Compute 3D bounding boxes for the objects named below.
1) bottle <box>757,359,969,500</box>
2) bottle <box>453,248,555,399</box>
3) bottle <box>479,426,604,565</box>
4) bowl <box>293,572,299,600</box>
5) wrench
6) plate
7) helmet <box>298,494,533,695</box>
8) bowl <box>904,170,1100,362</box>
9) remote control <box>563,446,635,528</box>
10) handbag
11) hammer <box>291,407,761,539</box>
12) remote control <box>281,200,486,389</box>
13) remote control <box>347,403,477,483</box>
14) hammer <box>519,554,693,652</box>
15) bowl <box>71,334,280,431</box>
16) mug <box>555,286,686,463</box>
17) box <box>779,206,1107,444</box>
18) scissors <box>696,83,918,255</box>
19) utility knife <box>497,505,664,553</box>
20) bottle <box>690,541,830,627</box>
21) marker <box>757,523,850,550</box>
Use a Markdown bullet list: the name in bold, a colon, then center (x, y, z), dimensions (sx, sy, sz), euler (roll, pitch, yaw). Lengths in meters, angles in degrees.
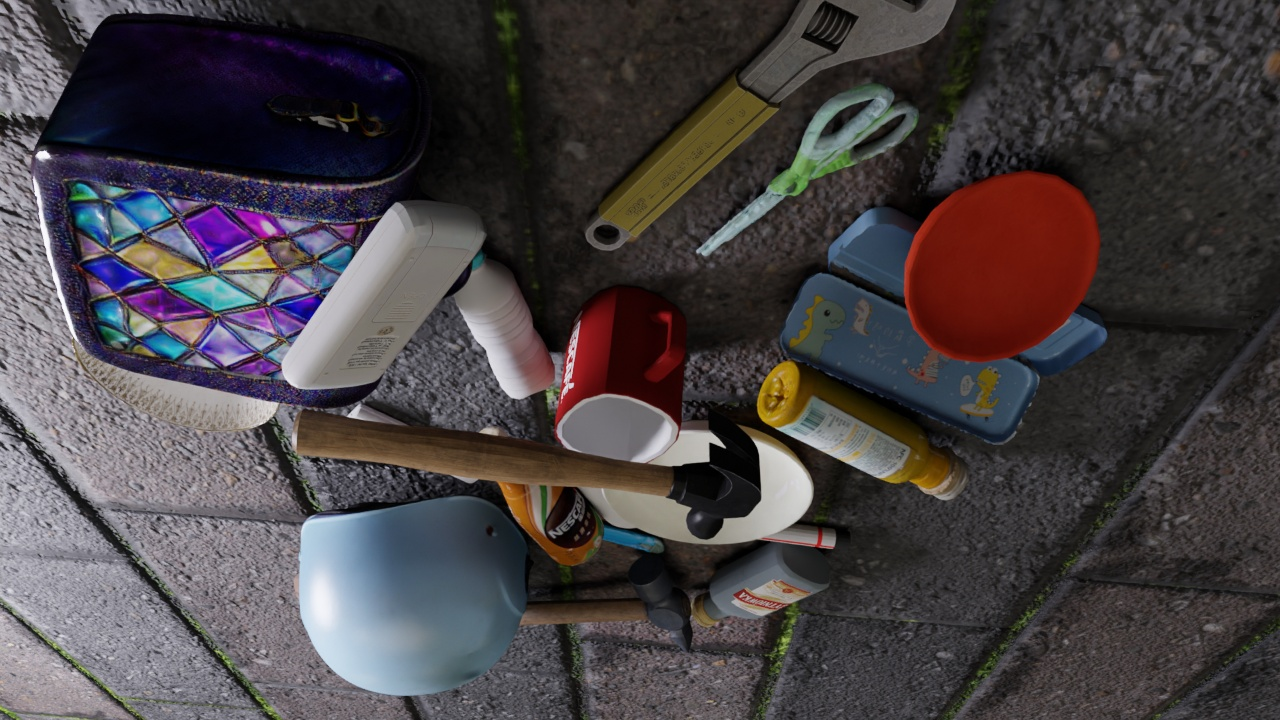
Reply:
- **bottle**: center (0.179, 0.059, 0.719), dimensions (0.186, 0.053, 0.053), euler (26, 136, -22)
- **bottle**: center (-0.100, -0.028, 0.656), dimensions (0.044, 0.044, 0.136), euler (-5, 139, 13)
- **bottle**: center (-0.093, 0.120, 0.822), dimensions (0.059, 0.059, 0.167), euler (-15, 133, 23)
- **bowl**: center (-0.349, 0.284, 1.070), dimensions (0.119, 0.032, 0.119), euler (4, 140, 3)
- **wrench**: center (0.057, -0.140, 0.522), dimensions (0.083, 0.018, 0.274), euler (28, 135, -26)
- **plate**: center (0.058, 0.102, 0.800), dimensions (0.182, 0.034, 0.183), euler (4, 140, 3)
- **helmet**: center (-0.221, 0.241, 0.904), dimensions (0.225, 0.166, 0.266), euler (-7, 153, 6)
- **bowl**: center (0.214, -0.061, 0.562), dimensions (0.122, 0.035, 0.122), euler (-4, 118, -8)
- **remote control**: center (-0.032, 0.117, 0.846), dimensions (0.043, 0.013, 0.136), euler (-12, 137, 21)
- **handbag**: center (-0.211, -0.078, 0.544), dimensions (0.222, 0.125, 0.205), euler (9, 141, -16)
- **hammer**: center (-0.070, 0.066, 0.608), dimensions (0.305, 0.040, 0.133), euler (9, 146, -12)
- **remote control**: center (-0.141, -0.033, 0.505), dimensions (0.139, 0.025, 0.060), euler (-46, 159, 26)
- **remote control**: center (-0.199, 0.076, 0.818), dimensions (0.131, 0.012, 0.033), euler (30, 135, -26)
- **hammer**: center (-0.096, 0.280, 1.017), dimensions (0.322, 0.040, 0.129), euler (-9, 127, 25)
- **bowl**: center (-0.335, -0.012, 0.689), dimensions (0.145, 0.063, 0.145), euler (3, 139, 3)
- **mug**: center (-0.004, 0.004, 0.641), dimensions (0.080, 0.096, 0.117), euler (26, 137, -23)
- **box**: center (0.206, -0.022, 0.634), dimensions (0.209, 0.039, 0.127), euler (22, 122, -18)
- **scissors**: center (0.090, -0.106, 0.555), dimensions (0.065, 0.033, 0.175), euler (6, 155, -39)
- **utility knife**: center (-0.067, 0.165, 0.908), dimensions (0.198, 0.015, 0.031), euler (16, 138, -10)
- **bottle**: center (0.114, 0.234, 0.942), dimensions (0.072, 0.046, 0.162), euler (28, 136, -24)
- **marker**: center (0.127, 0.163, 0.877), dimensions (0.145, 0.019, 0.019), euler (8, 140, -2)
